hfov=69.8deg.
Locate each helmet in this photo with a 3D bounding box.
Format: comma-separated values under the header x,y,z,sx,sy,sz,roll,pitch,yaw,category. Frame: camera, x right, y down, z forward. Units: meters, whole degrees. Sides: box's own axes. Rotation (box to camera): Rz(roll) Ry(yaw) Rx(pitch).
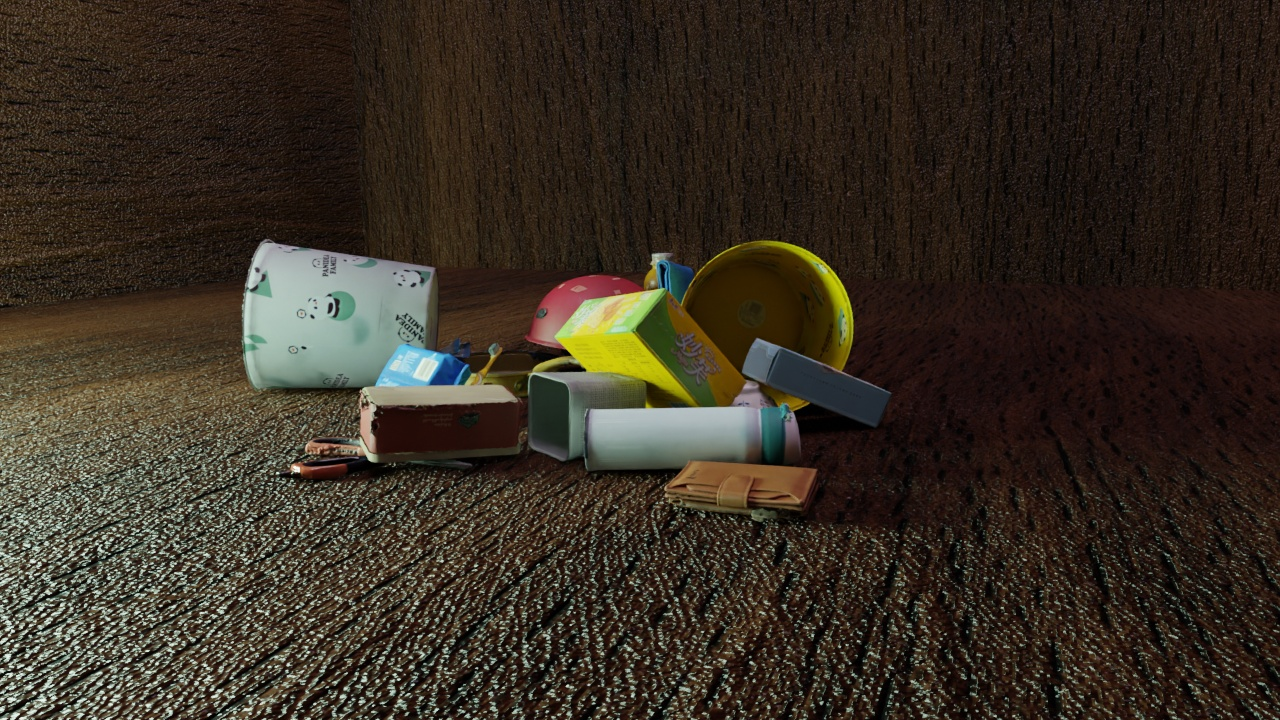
x,y,z,sx,sy,sz,roll,pitch,yaw,category
-0.065,-0.066,1.446,0.207,0.144,0.239,10,-3,30,helmet

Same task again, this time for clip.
x,y,z,sx,sy,sz,roll,pitch,yaw,category
-0.282,-0.013,1.372,0.058,0.027,0.045,-16,-20,29,clip

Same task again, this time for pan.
x,y,z,sx,sy,sz,roll,pitch,yaw,category
-0.168,0.012,1.341,0.197,0.078,0.358,-9,14,-38,pan

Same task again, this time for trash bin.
x,y,z,sx,sy,sz,roll,pitch,yaw,category
0.166,-0.051,1.321,0.229,0.229,0.255,0,5,1,trash bin
-0.440,-0.060,1.389,0.252,0.230,0.229,3,10,-8,trash bin

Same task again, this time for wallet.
x,y,z,sx,sy,sz,roll,pitch,yaw,category
0.098,0.122,0.876,0.132,0.031,0.107,2,9,19,wallet
0.061,-0.103,1.469,0.040,0.106,0.133,-6,-2,21,wallet

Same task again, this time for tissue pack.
x,y,z,sx,sy,sz,roll,pitch,yaw,category
-0.290,0.032,1.207,0.157,0.094,0.052,12,-24,45,tissue pack

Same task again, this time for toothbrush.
x,y,z,sx,sy,sz,roll,pitch,yaw,category
-0.219,0.020,1.237,0.016,0.018,0.191,-19,21,18,toothbrush

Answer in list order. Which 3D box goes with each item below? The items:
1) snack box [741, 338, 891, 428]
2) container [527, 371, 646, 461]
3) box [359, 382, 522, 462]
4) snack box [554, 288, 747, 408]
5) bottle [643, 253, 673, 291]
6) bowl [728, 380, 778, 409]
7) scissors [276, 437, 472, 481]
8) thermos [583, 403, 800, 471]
x,y,z,sx,sy,sz,roll,pitch,yaw,category
0.220,0.028,1.149,0.174,0.051,0.074,21,4,-19,snack box
-0.059,0.060,1.062,0.114,0.090,0.090,-4,11,-37,container
-0.221,0.059,1.017,0.168,0.080,0.091,-1,13,-26,box
0.007,-0.003,1.109,0.070,0.157,0.210,-50,22,-19,snack box
0.038,-0.086,1.554,0.068,0.189,0.068,0,9,0,bottle
0.119,0.058,1.129,0.113,0.062,0.113,0,9,0,bowl
-0.290,0.107,1.014,0.226,0.015,0.189,-7,12,-36,scissors
0.055,0.084,0.967,0.224,0.073,0.073,-1,11,5,thermos
